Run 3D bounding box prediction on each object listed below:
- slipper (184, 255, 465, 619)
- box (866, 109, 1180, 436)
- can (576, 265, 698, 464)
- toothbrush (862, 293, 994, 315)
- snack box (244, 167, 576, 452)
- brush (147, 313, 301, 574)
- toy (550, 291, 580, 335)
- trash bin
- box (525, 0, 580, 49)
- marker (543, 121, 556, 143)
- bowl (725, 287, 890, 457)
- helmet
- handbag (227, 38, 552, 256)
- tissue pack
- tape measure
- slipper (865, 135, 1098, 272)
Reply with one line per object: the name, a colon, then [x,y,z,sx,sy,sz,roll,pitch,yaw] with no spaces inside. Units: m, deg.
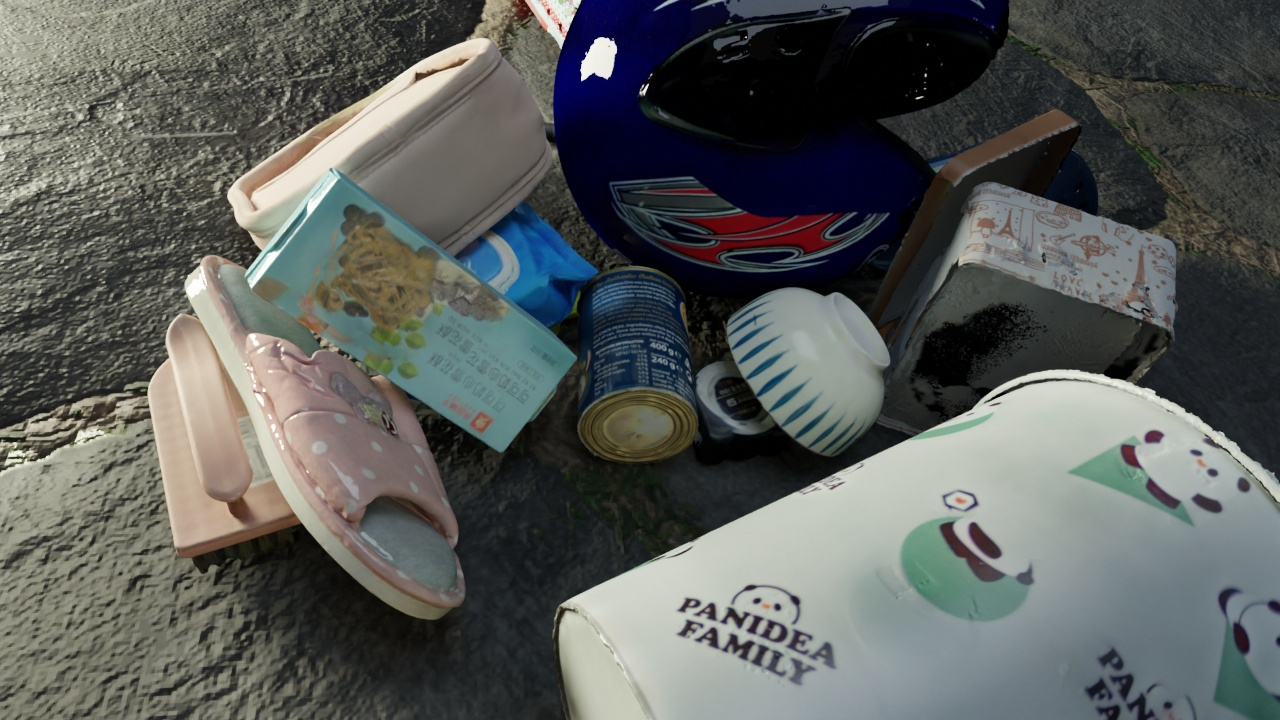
slipper: [-0.168,0.025,0.504,0.054,0.114,0.274,-44,59,2]
box: [0.246,-0.056,0.630,0.154,0.183,0.184,22,54,6]
can: [-0.004,0.003,0.592,0.075,0.075,0.111,5,46,-9]
toothbrush: [0.211,-0.044,0.732,0.191,0.018,0.016,-7,49,-20]
snack box: [-0.125,-0.025,0.519,0.175,0.074,0.051,38,1,-28]
brush: [-0.232,0.039,0.503,0.063,0.073,0.145,-16,50,-23]
toy: [-0.087,-0.056,0.660,0.100,0.031,0.096,30,49,15]
trash bin: [0.111,0.146,0.391,0.251,0.230,0.229,-16,52,-20]
box: [-0.068,-0.386,0.934,0.095,0.102,0.201,-13,52,-24]
marker: [-0.023,-0.196,0.821,0.132,0.020,0.022,5,17,-8]
bowl: [0.118,-0.003,0.599,0.116,0.066,0.116,36,30,-25]
helmet: [0.096,-0.165,0.653,0.315,0.240,0.247,-1,1,5]
handbag: [-0.191,-0.135,0.626,0.193,0.093,0.234,-44,40,-19]
tissue pack: [-0.114,-0.044,0.601,0.157,0.052,0.095,-34,59,-12]
tape measure: [0.062,0.034,0.609,0.065,0.034,0.066,-3,50,-19]
slipper: [0.291,-0.122,0.764,0.252,0.105,0.095,-10,43,-19]
